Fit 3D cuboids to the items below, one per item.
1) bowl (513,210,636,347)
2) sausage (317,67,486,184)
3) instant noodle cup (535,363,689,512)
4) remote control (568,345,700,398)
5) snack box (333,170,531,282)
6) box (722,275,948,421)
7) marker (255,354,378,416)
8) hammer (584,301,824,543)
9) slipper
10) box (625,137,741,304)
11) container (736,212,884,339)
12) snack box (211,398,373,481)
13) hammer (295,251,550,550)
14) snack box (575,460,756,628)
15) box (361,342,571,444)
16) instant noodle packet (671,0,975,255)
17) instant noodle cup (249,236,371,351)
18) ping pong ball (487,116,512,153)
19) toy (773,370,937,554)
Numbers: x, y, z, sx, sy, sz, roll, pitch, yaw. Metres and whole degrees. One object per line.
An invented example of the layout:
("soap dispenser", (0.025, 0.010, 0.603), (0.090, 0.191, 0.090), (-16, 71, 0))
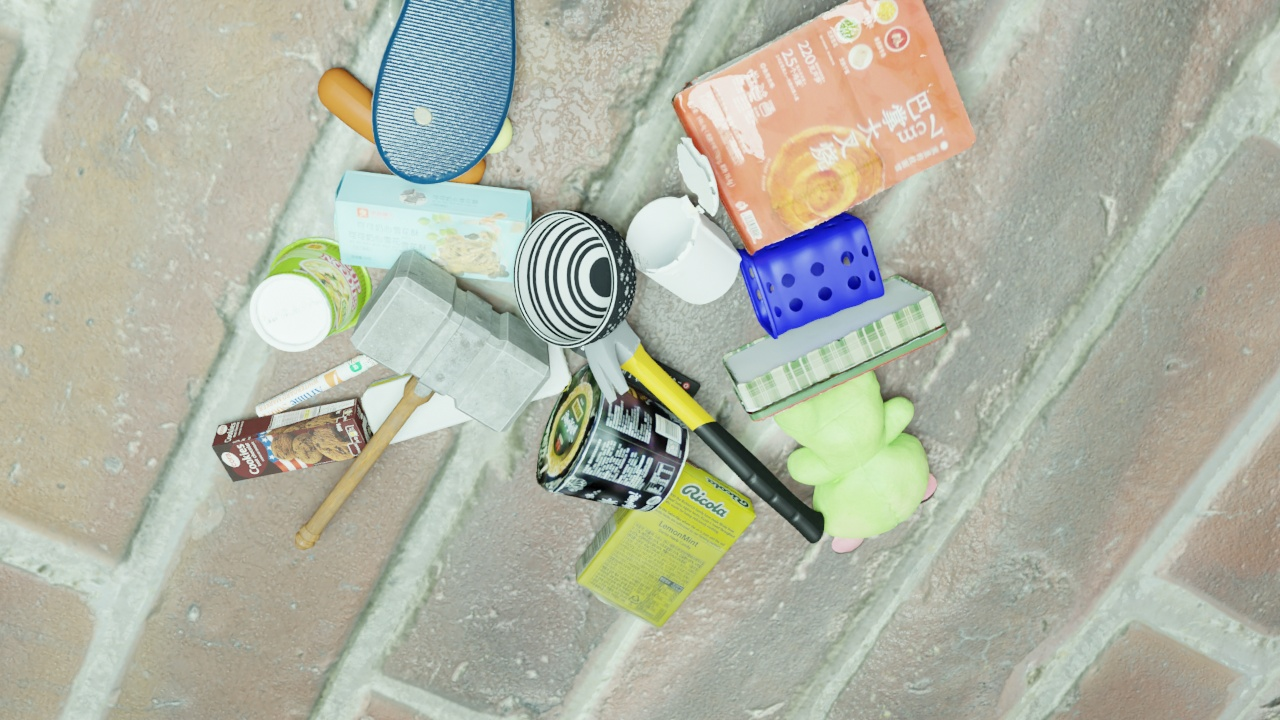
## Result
("bowl", (-0.049, -0.074, 0.827), (0.120, 0.066, 0.120), (6, 100, 36))
("sausage", (-0.219, -0.209, 0.841), (0.164, 0.039, 0.044), (30, 85, -13))
("instant noodle cup", (-0.024, 0.085, 0.910), (0.112, 0.137, 0.137), (24, 105, -20))
("remote control", (-0.006, 0.005, 0.942), (0.147, 0.015, 0.033), (29, 104, -13))
("snack box", (-0.191, -0.123, 0.852), (0.174, 0.053, 0.075), (5, 135, -8))
("box", (0.185, -0.012, 0.900), (0.205, 0.117, 0.051), (-27, 106, 2))
("marker", (-0.318, 0.022, 0.921), (0.145, 0.017, 0.017), (-25, 108, 4))
("hammer", (0.068, 0.069, 0.902), (0.323, 0.126, 0.029), (44, 123, -12))
("slipper", (-0.166, -0.300, 0.808), (0.118, 0.060, 0.295), (6, 95, -12))
("box", (0.045, -0.123, 0.833), (0.126, 0.084, 0.155), (-36, 150, 20))
("container", (0.164, -0.085, 0.891), (0.113, 0.084, 0.085), (-21, 107, 1))
("snack box", (-0.347, 0.080, 0.922), (0.141, 0.031, 0.051), (-11, 130, -1))
("hammer", (-0.242, 0.070, 0.872), (0.162, 0.082, 0.318), (34, 108, -21))
("snack box", (0.023, 0.195, 0.993), (0.121, 0.045, 0.181), (32, 106, -16))
("box", (-0.175, 0.028, 0.925), (0.210, 0.037, 0.064), (-17, 107, 1))
("instant noodle packet", (0.163, -0.216, 0.814), (0.221, 0.083, 0.164), (-23, 109, 22))
("instant noodle cup", (-0.309, -0.057, 0.849), (0.099, 0.108, 0.099), (-2, 107, -5))
("ping pong ball", (-0.138, -0.211, 0.846), (0.040, 0.040, 0.040), (-1, 108, -4))
("toy", (0.228, 0.104, 0.952), (0.150, 0.107, 0.197), (-33, 99, 5))
